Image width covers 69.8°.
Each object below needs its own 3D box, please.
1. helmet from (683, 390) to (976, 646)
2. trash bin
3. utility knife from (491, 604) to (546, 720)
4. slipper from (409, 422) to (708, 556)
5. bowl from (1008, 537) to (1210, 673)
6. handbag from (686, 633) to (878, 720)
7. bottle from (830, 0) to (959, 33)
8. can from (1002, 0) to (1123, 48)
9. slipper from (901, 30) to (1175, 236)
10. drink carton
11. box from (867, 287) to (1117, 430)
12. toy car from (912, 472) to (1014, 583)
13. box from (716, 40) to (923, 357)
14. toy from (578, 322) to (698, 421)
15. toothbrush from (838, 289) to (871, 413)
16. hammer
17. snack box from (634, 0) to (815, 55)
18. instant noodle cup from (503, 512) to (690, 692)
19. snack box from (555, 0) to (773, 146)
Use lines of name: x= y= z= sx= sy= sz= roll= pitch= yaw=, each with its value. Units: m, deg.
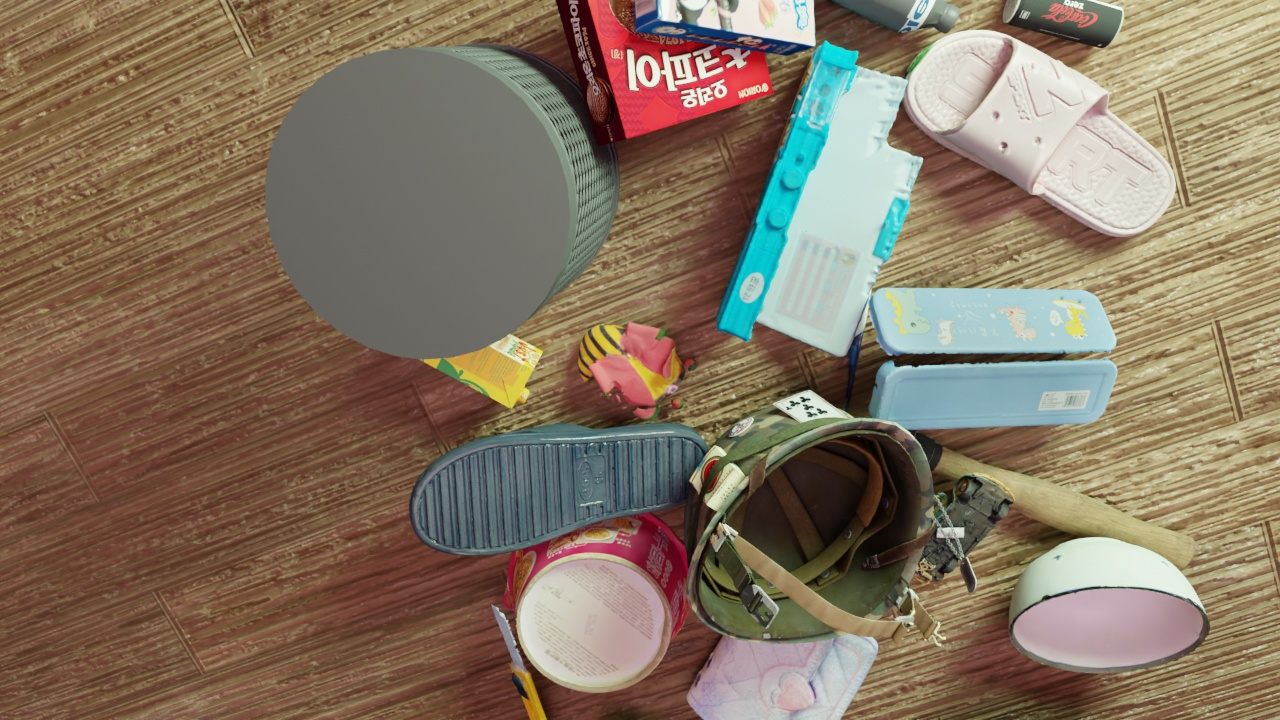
helmet: x=0.130 y=0.136 z=0.717 sx=0.192 sy=0.235 sz=0.225 roll=22 pitch=126 yaw=-22
trash bin: x=-0.131 y=-0.121 z=0.664 sx=0.218 sy=0.227 sz=0.218 roll=1 pitch=106 yaw=2
utility knife: x=-0.107 y=0.302 z=0.855 sx=0.030 sy=0.019 sz=0.228 roll=19 pitch=132 yaw=35
slipper: x=-0.071 y=0.097 z=0.808 sx=0.263 sy=0.082 sz=0.101 roll=-8 pitch=106 yaw=-15
bowl: x=0.398 y=0.207 z=0.798 sx=0.153 sy=0.072 sz=0.154 roll=6 pitch=137 yaw=5
handbag: x=0.131 y=0.288 z=0.854 sx=0.126 sy=0.069 sz=0.159 roll=25 pitch=108 yaw=-3
bottle: x=0.188 y=-0.280 z=0.697 sx=0.112 sy=0.047 sz=0.047 roll=24 pitch=106 yaw=-4
can: x=0.323 y=-0.264 z=0.702 sx=0.080 sy=0.031 sz=0.031 roll=14 pitch=106 yaw=-1
slipper: x=0.319 y=-0.176 z=0.712 sx=0.239 sy=0.064 sz=0.094 roll=30 pitch=105 yaw=-7
drink carton: x=-0.144 y=-0.010 z=0.785 sx=0.122 sy=0.058 sz=0.041 roll=29 pitch=105 yaw=-6
box: x=0.285 y=-0.003 z=0.739 sx=0.209 sy=0.047 sz=0.122 roll=-1 pitch=92 yaw=-12
toy car: x=0.263 y=0.137 z=0.782 sx=0.047 sy=0.047 sz=0.112 roll=32 pitch=110 yaw=-12
box: x=0.151 y=-0.116 z=0.719 sx=0.117 sy=0.097 sz=0.227 roll=20 pitch=106 yaw=2
toy: x=-0.005 y=0.005 z=0.792 sx=0.103 sy=0.046 sz=0.084 roll=20 pitch=119 yaw=2
toothbrush: x=0.182 y=-0.018 z=0.790 sx=0.017 sy=0.016 sz=0.189 roll=10 pitch=107 yaw=10
hammer: x=0.348 y=0.116 z=0.811 sx=0.305 sy=0.040 sz=0.132 roll=21 pitch=109 yaw=-4
snack box: x=0.063 y=-0.275 z=0.660 sx=0.153 sy=0.033 sz=0.088 roll=-6 pitch=96 yaw=-37
instant noodle cup: x=-0.040 y=0.223 z=0.837 sx=0.179 sy=0.077 sz=0.179 roll=1 pitch=106 yaw=3
snack box: x=0.018 y=-0.243 z=0.674 sx=0.151 sy=0.036 sz=0.133 roll=-26 pitch=108 yaw=-33
